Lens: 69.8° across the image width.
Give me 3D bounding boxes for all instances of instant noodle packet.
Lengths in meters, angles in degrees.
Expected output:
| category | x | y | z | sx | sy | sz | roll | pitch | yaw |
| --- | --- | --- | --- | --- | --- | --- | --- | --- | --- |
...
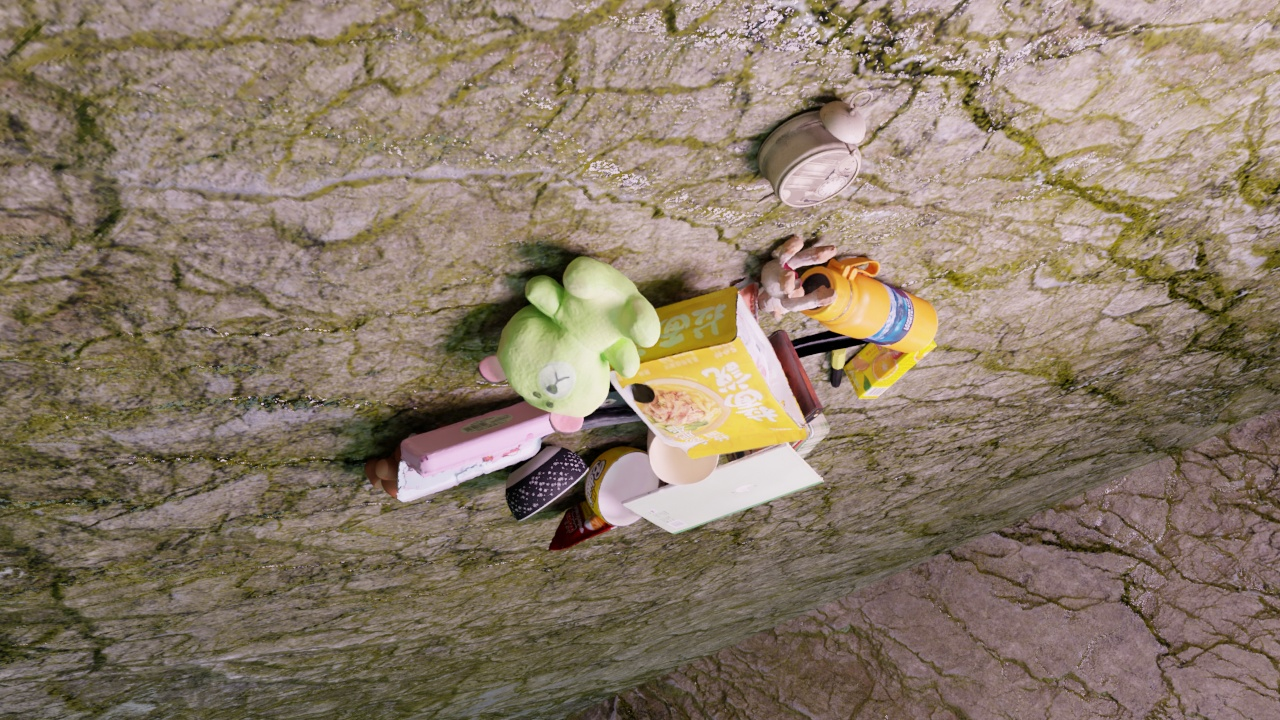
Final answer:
| category | x | y | z | sx | sy | sz | roll | pitch | yaw |
| --- | --- | --- | --- | --- | --- | --- | --- | --- | --- |
| instant noodle packet | 0.081 | 0.038 | 1.052 | 0.163 | 0.084 | 0.221 | -16 | 131 | 25 |

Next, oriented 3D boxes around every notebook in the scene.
| category | x | y | z | sx | sy | sz | roll | pitch | yaw |
| --- | --- | --- | --- | --- | --- | --- | --- | --- | --- |
| notebook | 0.124 | 0.191 | 1.332 | 0.253 | 0.010 | 0.182 | -23 | 147 | 18 |

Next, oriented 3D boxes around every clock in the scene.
| category | x | y | z | sx | sy | sz | roll | pitch | yaw |
| --- | --- | --- | --- | --- | --- | --- | --- | --- | --- |
| clock | 0.170 | -0.193 | 0.848 | 0.092 | 0.054 | 0.141 | -2 | 150 | -30 |

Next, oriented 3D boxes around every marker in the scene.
| category | x | y | z | sx | sy | sz | roll | pitch | yaw |
| --- | --- | --- | --- | --- | --- | --- | --- | --- | --- |
| marker | 0.285 | 0.011 | 1.330 | 0.021 | 0.017 | 0.124 | -61 | 161 | -18 |

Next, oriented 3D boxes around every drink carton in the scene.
| category | x | y | z | sx | sy | sz | roll | pitch | yaw |
| --- | --- | --- | --- | --- | --- | --- | --- | --- | --- |
| drink carton | 0.351 | -0.005 | 1.303 | 0.042 | 0.058 | 0.135 | 0 | 145 | -33 |

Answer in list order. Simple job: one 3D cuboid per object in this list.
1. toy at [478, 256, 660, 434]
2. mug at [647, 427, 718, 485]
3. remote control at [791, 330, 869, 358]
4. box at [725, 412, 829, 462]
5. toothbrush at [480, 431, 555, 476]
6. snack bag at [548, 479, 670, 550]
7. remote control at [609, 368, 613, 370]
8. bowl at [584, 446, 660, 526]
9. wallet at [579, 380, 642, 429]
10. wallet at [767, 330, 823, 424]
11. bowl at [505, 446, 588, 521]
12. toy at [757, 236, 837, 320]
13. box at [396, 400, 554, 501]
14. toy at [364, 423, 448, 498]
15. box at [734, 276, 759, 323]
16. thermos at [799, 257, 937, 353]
| category | x | y | z | sx | sy | sz | roll | pitch | yaw |
| --- | --- | --- | --- | --- | --- | --- | --- | --- | --- |
| toy | -0.070 | -0.023 | 0.948 | 0.150 | 0.107 | 0.197 | 35 | 133 | -20 |
| mug | 0.056 | 0.095 | 1.255 | 0.096 | 0.099 | 0.120 | -3 | 113 | 0 |
| remote control | 0.252 | -0.022 | 1.250 | 0.152 | 0.020 | 0.041 | -14 | 151 | -9 |
| box | 0.189 | 0.107 | 1.343 | 0.051 | 0.117 | 0.206 | -9 | 153 | -29 |
| toothbrush | -0.156 | 0.118 | 1.246 | 0.168 | 0.013 | 0.013 | -30 | 159 | 20 |
| snack bag | -0.042 | 0.236 | 1.441 | 0.208 | 0.066 | 0.138 | -28 | -165 | 7 |
| remote control | -0.007 | 0.006 | 1.127 | 0.143 | 0.024 | 0.049 | -21 | 153 | 4 |
| bowl | -0.035 | 0.179 | 1.356 | 0.117 | 0.068 | 0.117 | -14 | 112 | -36 |
| wallet | -0.035 | 0.049 | 1.130 | 0.114 | 0.026 | 0.089 | -6 | 151 | -20 |
| wallet | 0.186 | 0.029 | 1.187 | 0.019 | 0.123 | 0.072 | 5 | 144 | -39 |
| bowl | -0.139 | 0.157 | 1.257 | 0.120 | 0.066 | 0.120 | -36 | -177 | 2 |
| toy | 0.169 | -0.078 | 1.028 | 0.074 | 0.085 | 0.106 | 10 | 147 | -22 |
| box | -0.193 | 0.098 | 1.102 | 0.201 | 0.077 | 0.147 | -17 | 171 | -34 |
| toy | -0.279 | 0.119 | 1.132 | 0.128 | 0.065 | 0.094 | -46 | 147 | 23 |
| box | 0.121 | -0.029 | 1.117 | 0.042 | 0.082 | 0.187 | 10 | 156 | 11 |
| thermos | 0.280 | -0.071 | 1.133 | 0.076 | 0.091 | 0.232 | -6 | 168 | 44 |
